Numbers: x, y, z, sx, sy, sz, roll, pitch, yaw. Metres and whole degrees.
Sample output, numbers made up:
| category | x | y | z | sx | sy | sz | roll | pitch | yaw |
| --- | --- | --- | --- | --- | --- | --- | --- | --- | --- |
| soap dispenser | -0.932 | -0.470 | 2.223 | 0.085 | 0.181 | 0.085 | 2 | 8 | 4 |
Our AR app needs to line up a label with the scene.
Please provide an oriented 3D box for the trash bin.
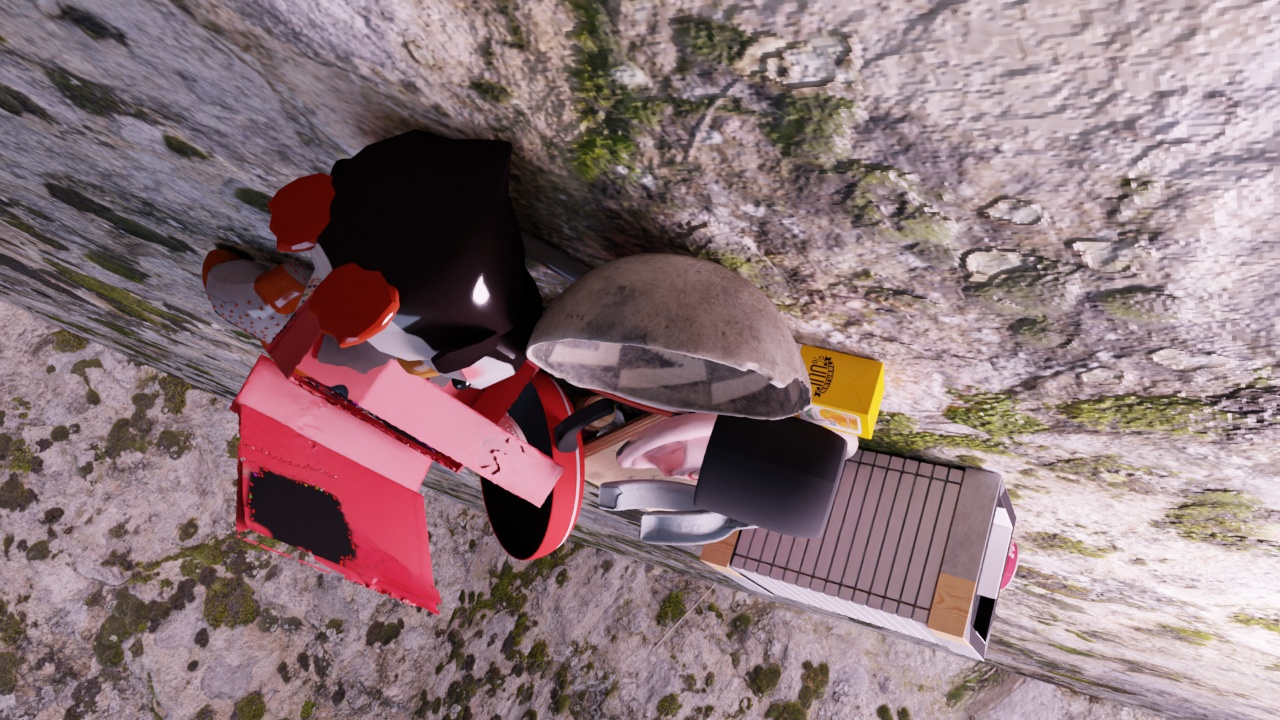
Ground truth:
| category | x | y | z | sx | sy | sz | roll | pitch | yaw |
| --- | --- | --- | --- | --- | --- | --- | --- | --- | --- |
| trash bin | 0.212 | 0.172 | 0.888 | 0.247 | 0.142 | 0.142 | 10 | 162 | 31 |

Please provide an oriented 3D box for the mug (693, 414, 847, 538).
| category | x | y | z | sx | sy | sz | roll | pitch | yaw |
| --- | --- | --- | --- | --- | --- | --- | --- | --- | --- |
| mug | 0.101 | 0.078 | 0.692 | 0.094 | 0.085 | 0.121 | 17 | -168 | 11 |

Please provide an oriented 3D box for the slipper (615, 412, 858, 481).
| category | x | y | z | sx | sy | sz | roll | pitch | yaw |
| --- | --- | --- | --- | --- | --- | --- | --- | --- | --- |
| slipper | 0.085 | 0.080 | 0.797 | 0.221 | 0.055 | 0.107 | 1 | 160 | -18 |

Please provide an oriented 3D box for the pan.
| category | x | y | z | sx | sy | sz | roll | pitch | yaw |
| --- | --- | --- | --- | --- | --- | --- | --- | --- | --- |
| pan | -0.090 | 0.088 | 0.936 | 0.067 | 0.208 | 0.357 | -2 | 164 | -31 |

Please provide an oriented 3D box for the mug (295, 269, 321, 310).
| category | x | y | z | sx | sy | sz | roll | pitch | yaw |
| --- | --- | --- | --- | --- | --- | --- | --- | --- | --- |
| mug | -0.285 | -0.046 | 0.857 | 0.105 | 0.089 | 0.073 | 2 | 156 | 48 |

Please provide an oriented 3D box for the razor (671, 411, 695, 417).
| category | x | y | z | sx | sy | sz | roll | pitch | yaw |
| --- | --- | --- | --- | --- | --- | --- | --- | --- | --- |
| razor | 0.048 | 0.048 | 0.809 | 0.043 | 0.022 | 0.144 | 18 | 164 | 4 |

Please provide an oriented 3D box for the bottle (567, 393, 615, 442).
| category | x | y | z | sx | sy | sz | roll | pitch | yaw |
| --- | --- | --- | --- | --- | --- | --- | --- | --- | --- |
| bottle | -0.068 | 0.065 | 1.021 | 0.059 | 0.059 | 0.166 | 24 | 163 | -15 |

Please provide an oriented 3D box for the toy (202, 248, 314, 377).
| category | x | y | z | sx | sy | sz | roll | pitch | yaw |
| --- | --- | --- | --- | --- | --- | --- | --- | --- | --- |
| toy | -0.373 | -0.048 | 0.980 | 0.164 | 0.092 | 0.172 | 9 | 149 | 26 |

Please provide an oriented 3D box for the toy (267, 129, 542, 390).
| category | x | y | z | sx | sy | sz | roll | pitch | yaw |
| --- | --- | --- | --- | --- | --- | --- | --- | --- | --- |
| toy | -0.114 | -0.052 | 0.582 | 0.159 | 0.140 | 0.184 | 55 | 178 | 25 |

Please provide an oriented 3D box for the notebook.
| category | x | y | z | sx | sy | sz | roll | pitch | yaw |
| --- | --- | --- | --- | --- | --- | --- | --- | --- | --- |
| notebook | 0.047 | 0.125 | 1.025 | 0.168 | 0.024 | 0.225 | -27 | 138 | 31 |

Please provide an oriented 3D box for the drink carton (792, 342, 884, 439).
| category | x | y | z | sx | sy | sz | roll | pitch | yaw |
| --- | --- | --- | --- | --- | --- | --- | --- | --- | --- |
| drink carton | 0.113 | 0.016 | 0.675 | 0.123 | 0.040 | 0.058 | 14 | 163 | 20 |

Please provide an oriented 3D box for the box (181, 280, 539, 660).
| category | x | y | z | sx | sy | sz | roll | pitch | yaw |
| --- | --- | --- | --- | --- | --- | --- | --- | --- | --- |
| box | -0.235 | 0.076 | 0.784 | 0.121 | 0.317 | 0.211 | 5 | 155 | 38 |

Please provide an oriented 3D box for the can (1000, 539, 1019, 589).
| category | x | y | z | sx | sy | sz | roll | pitch | yaw |
| --- | --- | --- | --- | --- | --- | --- | --- | --- | --- |
| can | 0.337 | 0.201 | 0.981 | 0.114 | 0.063 | 0.063 | 18 | 164 | 6 |

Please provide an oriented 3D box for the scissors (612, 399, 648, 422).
| category | x | y | z | sx | sy | sz | roll | pitch | yaw |
| --- | --- | --- | --- | --- | --- | --- | --- | --- | --- |
| scissors | 0.000 | 0.061 | 1.002 | 0.148 | 0.019 | 0.123 | 34 | 164 | -25 |

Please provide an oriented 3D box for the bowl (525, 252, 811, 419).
| category | x | y | z | sx | sy | sz | roll | pitch | yaw |
| --- | --- | --- | --- | --- | --- | --- | --- | --- | --- |
| bowl | 0.022 | -0.021 | 0.584 | 0.178 | 0.081 | 0.178 | 10 | 166 | 2 |

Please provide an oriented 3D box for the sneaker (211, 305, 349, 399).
| category | x | y | z | sx | sy | sz | roll | pitch | yaw |
| --- | --- | --- | --- | --- | --- | --- | --- | --- | --- |
| sneaker | -0.394 | 0.013 | 1.131 | 0.294 | 0.127 | 0.121 | 27 | 162 | -18 |

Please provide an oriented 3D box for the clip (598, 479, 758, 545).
| category | x | y | z | sx | sy | sz | roll | pitch | yaw |
| --- | --- | --- | --- | --- | --- | --- | --- | --- | --- |
| clip | 0.056 | 0.123 | 0.718 | 0.173 | 0.030 | 0.159 | 2 | -173 | -5 |

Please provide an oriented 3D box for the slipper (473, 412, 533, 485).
| category | x | y | z | sx | sy | sz | roll | pitch | yaw |
| --- | --- | --- | --- | --- | --- | --- | --- | --- | --- |
| slipper | -0.195 | 0.059 | 0.963 | 0.239 | 0.064 | 0.094 | 38 | 143 | 42 |

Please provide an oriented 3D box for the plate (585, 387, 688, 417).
| category | x | y | z | sx | sy | sz | roll | pitch | yaw |
| --- | --- | --- | --- | --- | --- | --- | --- | --- | --- |
| plate | -0.005 | 0.005 | 0.814 | 0.230 | 0.021 | 0.230 | 18 | 164 | 5 |

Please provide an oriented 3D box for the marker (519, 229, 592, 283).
| category | x | y | z | sx | sy | sz | roll | pitch | yaw |
| --- | --- | --- | --- | --- | --- | --- | --- | --- | --- |
| marker | -0.059 | -0.069 | 0.647 | 0.138 | 0.016 | 0.022 | 29 | 168 | -23 |
